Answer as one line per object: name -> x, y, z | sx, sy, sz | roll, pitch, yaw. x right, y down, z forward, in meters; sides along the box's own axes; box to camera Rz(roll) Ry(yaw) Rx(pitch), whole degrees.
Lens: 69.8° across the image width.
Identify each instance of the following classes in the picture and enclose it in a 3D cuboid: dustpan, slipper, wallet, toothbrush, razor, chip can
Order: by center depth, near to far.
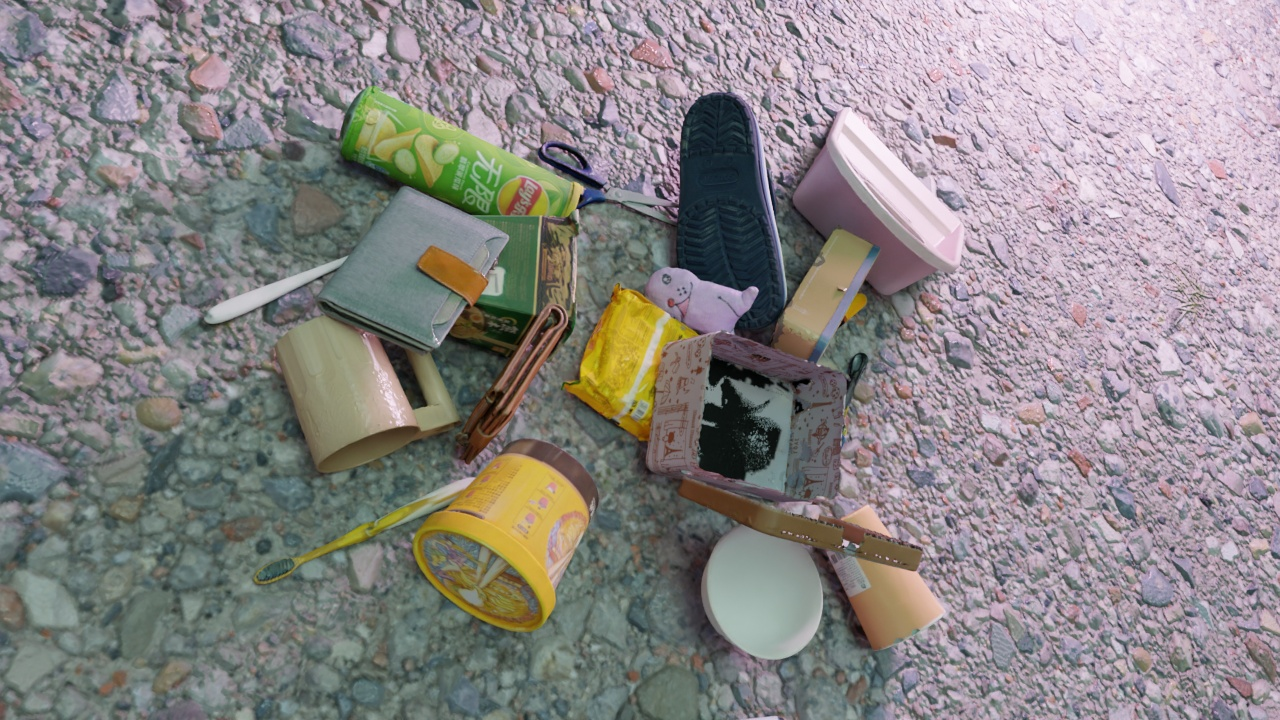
wallet -> -0.173, -0.073, 0.717 | 0.106, 0.037, 0.129 | 23, 56, 4
toothbrush -> -0.209, 0.131, 0.725 | 0.190, 0.018, 0.016 | -22, 81, -33
wallet -> -0.107, 0.022, 0.745 | 0.031, 0.132, 0.107 | 33, 57, -6
toothbrush -> -0.283, -0.072, 0.778 | 0.179, 0.016, 0.016 | -32, 83, -34
chip can -> -0.166, -0.177, 0.852 | 0.221, 0.073, 0.072 | 23, 60, -17
slipper -> 0.093, -0.153, 0.968 | 0.095, 0.105, 0.252 | 7, 75, -71
razor -> 0.217, 0.043, 0.985 | 0.043, 0.022, 0.142 | 10, 48, 27
dustpan -> 0.303, -0.197, 1.065 | 0.222, 0.139, 0.272 | 42, 57, -4

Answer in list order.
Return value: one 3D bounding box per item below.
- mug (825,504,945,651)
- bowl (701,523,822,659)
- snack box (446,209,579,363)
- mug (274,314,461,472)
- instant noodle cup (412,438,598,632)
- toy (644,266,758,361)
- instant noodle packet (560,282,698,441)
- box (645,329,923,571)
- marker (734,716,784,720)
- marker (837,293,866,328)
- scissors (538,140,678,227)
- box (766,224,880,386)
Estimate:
mug -> 0.227, 0.207, 0.888 | 0.078, 0.078, 0.122 | -21, 74, -33
bowl -> 0.096, 0.209, 0.821 | 0.118, 0.065, 0.118 | 11, 64, -24
snack box -> -0.120, -0.067, 0.803 | 0.105, 0.118, 0.118 | 8, 66, -20
mug -> -0.217, 0.020, 0.735 | 0.124, 0.084, 0.103 | -16, 75, -40
instant noodle cup -> -0.099, 0.132, 0.728 | 0.118, 0.119, 0.114 | 40, 48, -6
toy -> 0.054, -0.053, 0.912 | 0.108, 0.084, 0.038 | 20, 24, 6
instant noodle packet -> -0.005, 0.005, 0.872 | 0.110, 0.044, 0.128 | 33, 60, -13
box -> 0.128, 0.065, 0.808 | 0.180, 0.227, 0.156 | 19, 87, -29
marker -> 0.068, 0.320, 0.786 | 0.130, 0.018, 0.022 | 6, 74, -24
marker -> 0.213, -0.040, 1.024 | 0.123, 0.015, 0.018 | -37, 84, -32
scissors -> -0.035, -0.167, 0.952 | 0.171, 0.012, 0.140 | 42, 55, -5
box -> 0.187, -0.055, 0.965 | 0.059, 0.090, 0.183 | 28, 58, 8
